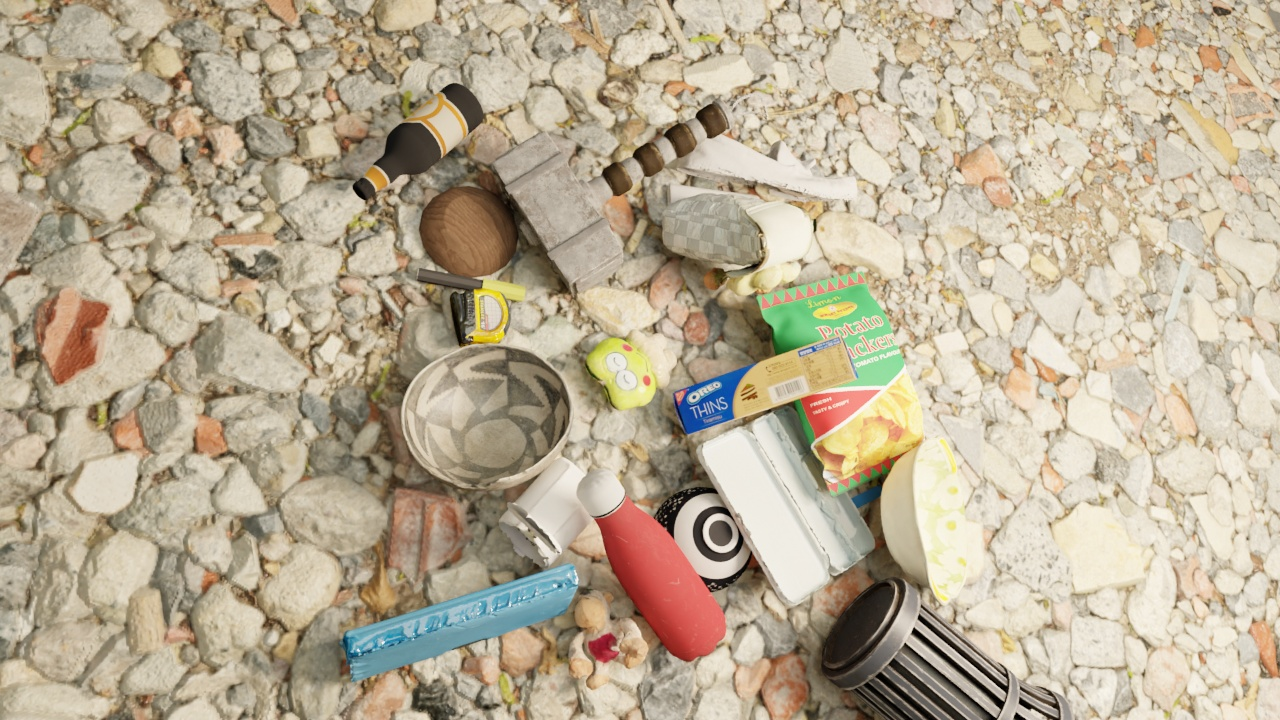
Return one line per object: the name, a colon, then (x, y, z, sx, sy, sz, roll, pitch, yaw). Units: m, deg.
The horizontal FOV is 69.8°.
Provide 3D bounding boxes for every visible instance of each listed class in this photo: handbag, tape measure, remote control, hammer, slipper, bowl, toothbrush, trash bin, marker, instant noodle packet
handbag: (0.113, -0.142, 1.124, 0.112, 0.172, 0.123, -25, 122, -43)
tape measure: (-0.180, -0.048, 1.042, 0.064, 0.037, 0.065, -9, 78, -22)
remote control: (0.098, -0.210, 1.208, 0.130, 0.012, 0.033, 4, 71, -18)
hammer: (0.001, -0.233, 1.085, 0.326, 0.079, 0.177, -32, 85, -4)
slipper: (0.171, -0.253, 1.207, 0.246, 0.112, 0.075, 13, 109, -12)
bowl: (-0.160, 0.072, 0.978, 0.178, 0.081, 0.178, 2, 54, -3)
bowl: (0.078, 0.199, 1.034, 0.120, 0.066, 0.120, 6, 70, -18)
toothbrush: (0.236, 0.189, 1.127, 0.166, 0.014, 0.016, -19, 78, -28)
bowl: (-0.198, -0.157, 1.076, 0.117, 0.030, 0.117, 6, 71, -18)
trash bin: (0.330, 0.364, 1.021, 0.227, 0.165, 0.163, 40, 64, 1)
bowl: (0.337, 0.190, 1.105, 0.188, 0.060, 0.218, 53, 42, -34)
marker: (-0.196, -0.089, 1.062, 0.123, 0.018, 0.021, 10, 36, -15)
instant noodle packet: (0.258, 0.021, 1.138, 0.195, 0.091, 0.252, -15, 82, -35)

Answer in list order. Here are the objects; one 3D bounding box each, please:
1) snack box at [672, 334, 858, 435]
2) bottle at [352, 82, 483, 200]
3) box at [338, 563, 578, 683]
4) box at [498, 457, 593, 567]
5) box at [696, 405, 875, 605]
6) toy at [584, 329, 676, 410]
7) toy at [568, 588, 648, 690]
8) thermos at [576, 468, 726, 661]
snack box: (0.142, 0.028, 1.059, 0.207, 0.056, 0.057, -20, 84, 14)
bottle: (-0.263, -0.249, 1.068, 0.059, 0.059, 0.181, 42, 64, -2)
box: (-0.175, 0.260, 0.911, 0.231, 0.093, 0.052, -12, 76, -24)
box: (-0.085, 0.149, 0.948, 0.080, 0.151, 0.106, 44, 66, 0)
box: (0.171, 0.163, 1.066, 0.188, 0.037, 0.208, -22, 75, -40)
toy: (-0.006, 0.006, 1.082, 0.115, 0.046, 0.092, -29, 81, -33)
toy: (-0.037, 0.281, 0.961, 0.085, 0.074, 0.105, -26, 49, 7)
thermos: (0.007, 0.210, 0.955, 0.073, 0.073, 0.240, -44, 115, -26)
